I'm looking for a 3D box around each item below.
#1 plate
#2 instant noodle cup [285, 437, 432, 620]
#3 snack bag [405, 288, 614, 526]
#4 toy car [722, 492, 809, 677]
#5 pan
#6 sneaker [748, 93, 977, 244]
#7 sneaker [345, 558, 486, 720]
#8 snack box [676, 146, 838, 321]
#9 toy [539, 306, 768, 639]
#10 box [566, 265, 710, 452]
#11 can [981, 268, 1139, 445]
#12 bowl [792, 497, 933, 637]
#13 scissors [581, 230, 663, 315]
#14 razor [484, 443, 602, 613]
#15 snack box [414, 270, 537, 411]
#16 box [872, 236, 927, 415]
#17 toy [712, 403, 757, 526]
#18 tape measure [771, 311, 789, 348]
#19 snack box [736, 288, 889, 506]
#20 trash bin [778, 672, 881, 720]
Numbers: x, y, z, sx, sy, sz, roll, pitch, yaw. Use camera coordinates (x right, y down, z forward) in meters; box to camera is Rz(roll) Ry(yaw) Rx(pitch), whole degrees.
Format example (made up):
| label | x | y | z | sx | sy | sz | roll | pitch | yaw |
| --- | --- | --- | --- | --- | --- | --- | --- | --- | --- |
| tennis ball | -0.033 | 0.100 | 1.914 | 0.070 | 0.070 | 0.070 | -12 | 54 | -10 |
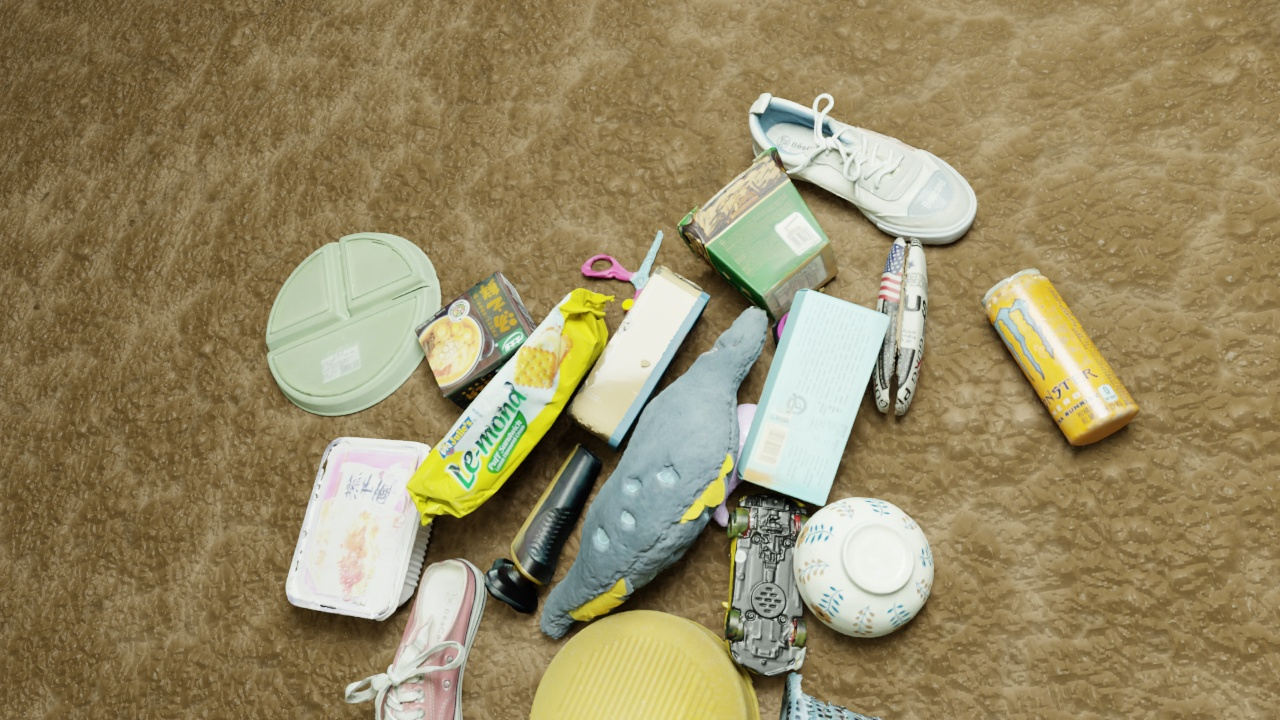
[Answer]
| label | x | y | z | sx | sy | sz | roll | pitch | yaw |
| --- | --- | --- | --- | --- | --- | --- | --- | --- | --- |
| plate | -0.336 | -0.049 | 1.055 | 0.230 | 0.027 | 0.229 | -8 | 67 | 18 |
| instant noodle cup | -0.268 | 0.169 | 0.920 | 0.138 | 0.060 | 0.173 | 1 | 68 | 25 |
| snack bag | -0.111 | 0.037 | 0.854 | 0.068 | 0.158 | 0.247 | 40 | 99 | -6 |
| toy car | 0.106 | 0.188 | 0.780 | 0.071 | 0.041 | 0.155 | 6 | 69 | -2 |
| pan | -0.030 | 0.382 | 0.758 | 0.198 | 0.078 | 0.356 | 19 | 70 | 29 |
| sneaker | 0.207 | -0.194 | 0.874 | 0.242 | 0.091 | 0.089 | 31 | 83 | 27 |
| sneaker | -0.205 | 0.295 | 0.832 | 0.118 | 0.088 | 0.240 | 4 | 70 | 22 |
| snack box | 0.121 | -0.108 | 0.860 | 0.118 | 0.117 | 0.105 | -40 | 66 | 5 |
| toy | 0.018 | 0.105 | 0.793 | 0.091 | 0.138 | 0.356 | 32 | 89 | -12 |
| box | -0.005 | 0.005 | 0.868 | 0.062 | 0.090 | 0.184 | 29 | 84 | 4 |
| can | 0.346 | -0.003 | 0.763 | 0.058 | 0.058 | 0.146 | -27 | 62 | 8 |
| bowl | 0.184 | 0.162 | 0.737 | 0.113 | 0.062 | 0.113 | 1 | 70 | -2 |
| scissors | -0.005 | -0.079 | 0.951 | 0.134 | 0.017 | 0.133 | 12 | 70 | 25 |
| razor | -0.088 | 0.155 | 0.871 | 0.068 | 0.062 | 0.167 | 6 | 62 | 55 |
| snack box | -0.162 | -0.012 | 0.966 | 0.113 | 0.053 | 0.125 | -35 | 56 | 4 |
| box | 0.236 | -0.031 | 0.814 | 0.060 | 0.072 | 0.164 | 10 | 74 | -3 |
| toy | 0.083 | 0.088 | 0.836 | 0.108 | 0.039 | 0.084 | -45 | 65 | 3 |
| tape measure | 0.153 | -0.022 | 0.853 | 0.057 | 0.039 | 0.058 | -35 | 62 | 4 |
| snack box | 0.146 | 0.031 | 0.787 | 0.074 | 0.051 | 0.175 | 19 | 94 | -3 |
| trash bin | 0.183 | 0.343 | 0.615 | 0.195 | 0.227 | 0.226 | 7 | 71 | 9 |
